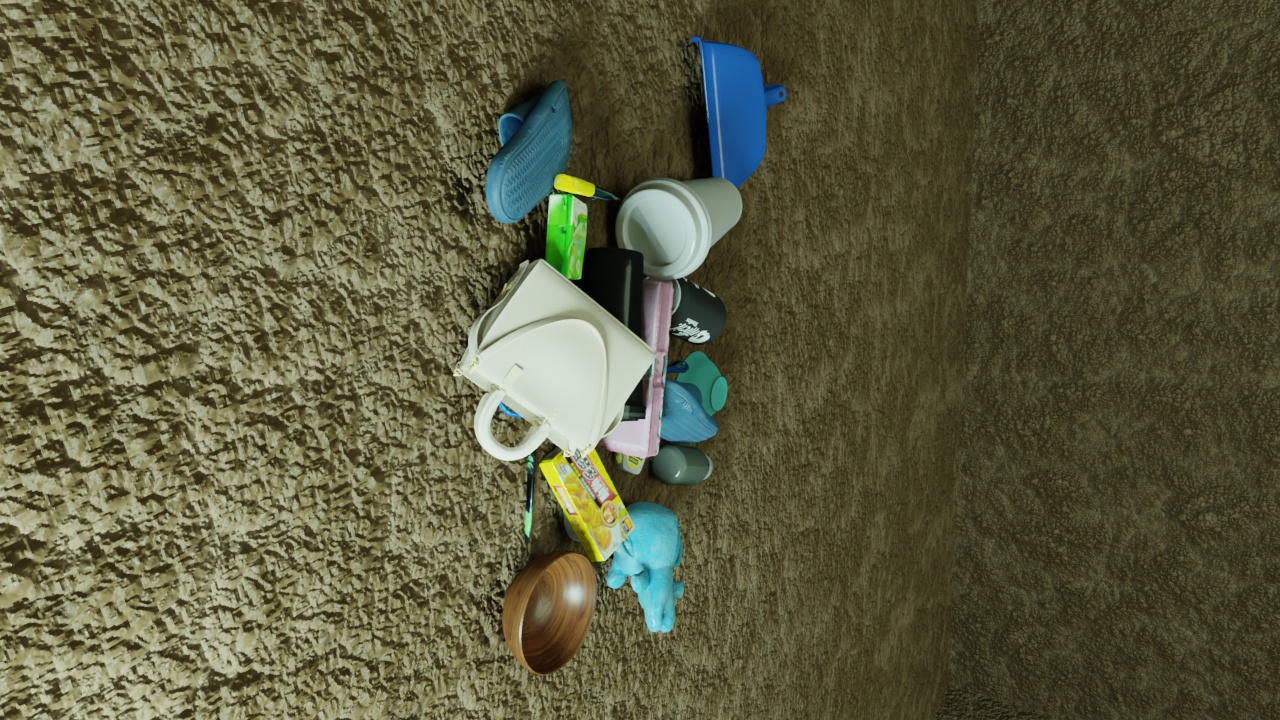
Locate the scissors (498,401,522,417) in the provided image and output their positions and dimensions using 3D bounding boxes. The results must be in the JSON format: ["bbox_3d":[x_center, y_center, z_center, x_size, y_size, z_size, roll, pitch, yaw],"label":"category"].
[{"bbox_3d":[-0.107,0.025,1.071,0.125,0.016,0.125,-7,86,-20],"label":"scissors"}]

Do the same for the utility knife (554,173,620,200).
[{"bbox_3d":[-0.057,-0.201,1.091,0.197,0.029,0.020,-18,125,-73],"label":"utility knife"}]

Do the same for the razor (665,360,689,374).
[{"bbox_3d":[0.033,0.016,1.337,0.140,0.018,0.044,-7,67,-59],"label":"razor"}]

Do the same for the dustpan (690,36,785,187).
[{"bbox_3d":[0.161,-0.386,1.409,0.256,0.060,0.246,-30,122,-40],"label":"dustpan"}]

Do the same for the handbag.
[{"bbox_3d":[-0.106,0.022,1.000,0.194,0.101,0.197,39,66,-19],"label":"handbag"}]

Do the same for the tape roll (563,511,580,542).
[{"bbox_3d":[-0.067,0.196,1.222,0.093,0.019,0.094,-20,114,-54],"label":"tape roll"}]

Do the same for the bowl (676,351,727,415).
[{"bbox_3d":[0.103,0.048,1.430,0.120,0.046,0.121,-20,114,-55],"label":"bowl"}]

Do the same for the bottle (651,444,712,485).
[{"bbox_3d":[0.066,0.159,1.386,0.108,0.060,0.060,14,86,-58],"label":"bottle"}]

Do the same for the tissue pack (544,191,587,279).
[{"bbox_3d":[-0.087,-0.142,1.061,0.114,0.034,0.099,-35,129,-83],"label":"tissue pack"}]

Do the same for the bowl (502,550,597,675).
[{"bbox_3d":[-0.123,0.296,1.110,0.147,0.069,0.147,-19,114,-54],"label":"bowl"}]

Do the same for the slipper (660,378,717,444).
[{"bbox_3d":[0.044,0.069,1.309,0.213,0.104,0.059,45,33,-57],"label":"slipper"}]

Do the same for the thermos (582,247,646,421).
[{"bbox_3d":[-0.039,-0.027,1.143,0.105,0.106,0.218,8,86,-58],"label":"thermos"}]

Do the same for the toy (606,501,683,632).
[{"bbox_3d":[0.006,0.288,1.279,0.183,0.115,0.180,30,51,-57],"label":"toy"}]

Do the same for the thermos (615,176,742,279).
[{"bbox_3d":[0.064,-0.194,1.250,0.221,0.132,0.132,-36,127,-58],"label":"thermos"}]

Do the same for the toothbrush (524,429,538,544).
[{"bbox_3d":[-0.133,0.131,1.107,0.017,0.014,0.188,-2,99,-44],"label":"toothbrush"}]

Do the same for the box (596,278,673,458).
[{"bbox_3d":[-0.008,0.007,1.204,0.041,0.098,0.233,-2,97,-50],"label":"box"}]

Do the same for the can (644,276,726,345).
[{"bbox_3d":[0.059,-0.073,1.299,0.146,0.080,0.080,20,81,-58],"label":"can"}]

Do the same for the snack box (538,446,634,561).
[{"bbox_3d":[-0.066,0.172,1.166,0.075,0.025,0.152,-41,110,-46],"label":"snack box"}]

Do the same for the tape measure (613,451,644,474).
[{"bbox_3d":[-0.013,0.125,1.293,0.064,0.017,0.065,38,66,-55],"label":"tape measure"}]

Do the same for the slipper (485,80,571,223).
[{"bbox_3d":[-0.123,-0.224,0.998,0.104,0.059,0.213,83,22,-43],"label":"slipper"}]
